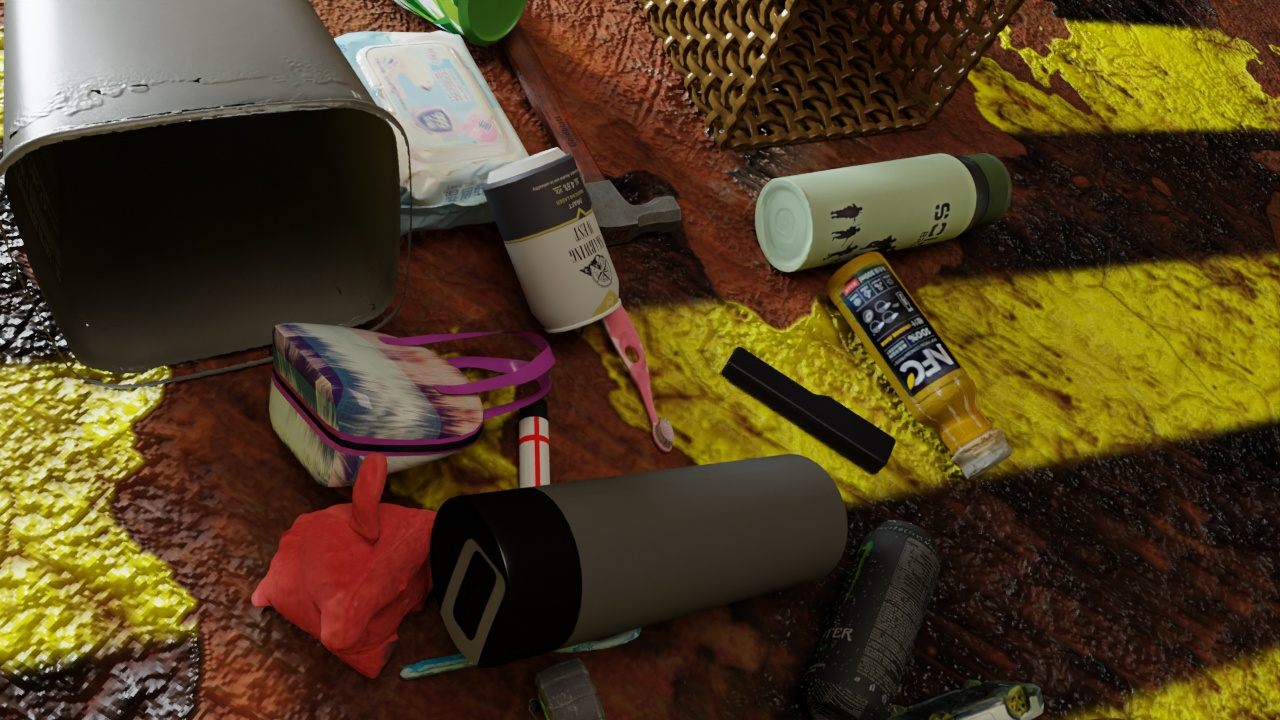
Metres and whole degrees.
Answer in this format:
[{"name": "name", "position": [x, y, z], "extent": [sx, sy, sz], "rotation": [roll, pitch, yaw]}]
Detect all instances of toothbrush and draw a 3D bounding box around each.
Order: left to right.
[{"name": "toothbrush", "position": [-0.004, 0.004, 0.651], "extent": [0.021, 0.016, 0.135], "rotation": [-11, 64, -25]}]

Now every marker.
[{"name": "marker", "position": [-0.066, 0.091, 0.573], "extent": [0.019, 0.019, 0.145], "rotation": [5, 58, -17]}]

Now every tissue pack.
[{"name": "tissue pack", "position": [-0.160, -0.175, 0.677], "extent": [0.111, 0.070, 0.181], "rotation": [-17, 66, -30]}]

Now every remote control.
[{"name": "remote control", "position": [0.124, 0.034, 0.678], "extent": [0.136, 0.015, 0.032], "rotation": [33, 54, 3]}]

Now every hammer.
[{"name": "hammer", "position": [-0.081, -0.218, 0.758], "extent": [0.110, 0.028, 0.300], "rotation": [-15, 65, -28]}]

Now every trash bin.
[{"name": "trash bin", "position": [-0.267, -0.139, 0.550], "extent": [0.197, 0.198, 0.220], "rotation": [-15, 59, -25]}]

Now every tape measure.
[{"name": "tape measure", "position": [-0.038, 0.193, 0.492], "extent": [0.035, 0.066, 0.058], "rotation": [-20, 57, -13]}]

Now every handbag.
[{"name": "handbag", "position": [-0.129, 0.011, 0.560], "extent": [0.169, 0.068, 0.144], "rotation": [-12, 33, -41]}]

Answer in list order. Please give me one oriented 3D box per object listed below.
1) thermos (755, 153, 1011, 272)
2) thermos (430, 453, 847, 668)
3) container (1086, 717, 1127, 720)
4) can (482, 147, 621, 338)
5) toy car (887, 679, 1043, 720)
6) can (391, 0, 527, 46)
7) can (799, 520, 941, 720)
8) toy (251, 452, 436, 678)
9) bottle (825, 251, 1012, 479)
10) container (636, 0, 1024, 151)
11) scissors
[{"name": "thermos", "position": [0.210, -0.131, 0.779], "extent": [0.231, 0.083, 0.082], "rotation": [-14, 65, -26]}, {"name": "thermos", "position": [0.007, 0.103, 0.511], "extent": [0.239, 0.082, 0.082], "rotation": [-2, 58, -40]}, {"name": "container", "position": [0.234, 0.297, 0.488], "extent": [0.132, 0.132, 0.167], "rotation": [-10, 69, -25]}, {"name": "can", "position": [-0.057, -0.076, 0.628], "extent": [0.064, 0.064, 0.127], "rotation": [-31, 110, -32]}, {"name": "toy car", "position": [0.198, 0.222, 0.567], "extent": [0.105, 0.048, 0.033], "rotation": [-6, 81, -23]}, {"name": "can", "position": [-0.167, -0.320, 0.742], "extent": [0.144, 0.083, 0.082], "rotation": [33, 53, 20]}, {"name": "can", "position": [0.147, 0.166, 0.578], "extent": [0.054, 0.054, 0.137], "rotation": [34, 54, 3]}, {"name": "toy", "position": [-0.159, 0.098, 0.475], "extent": [0.094, 0.133, 0.087], "rotation": [27, 43, 10]}, {"name": "bottle", "position": [0.213, 0.003, 0.705], "extent": [0.053, 0.053, 0.186], "rotation": [-19, 67, -28]}, {"name": "container", "position": [0.167, -0.351, 0.809], "extent": [0.251, 0.220, 0.214], "rotation": [-13, 64, -26]}, {"name": "scissors", "position": [-0.067, 0.162, 0.515], "extent": [0.135, 0.066, 0.015], "rotation": [-12, 90, -10]}]
